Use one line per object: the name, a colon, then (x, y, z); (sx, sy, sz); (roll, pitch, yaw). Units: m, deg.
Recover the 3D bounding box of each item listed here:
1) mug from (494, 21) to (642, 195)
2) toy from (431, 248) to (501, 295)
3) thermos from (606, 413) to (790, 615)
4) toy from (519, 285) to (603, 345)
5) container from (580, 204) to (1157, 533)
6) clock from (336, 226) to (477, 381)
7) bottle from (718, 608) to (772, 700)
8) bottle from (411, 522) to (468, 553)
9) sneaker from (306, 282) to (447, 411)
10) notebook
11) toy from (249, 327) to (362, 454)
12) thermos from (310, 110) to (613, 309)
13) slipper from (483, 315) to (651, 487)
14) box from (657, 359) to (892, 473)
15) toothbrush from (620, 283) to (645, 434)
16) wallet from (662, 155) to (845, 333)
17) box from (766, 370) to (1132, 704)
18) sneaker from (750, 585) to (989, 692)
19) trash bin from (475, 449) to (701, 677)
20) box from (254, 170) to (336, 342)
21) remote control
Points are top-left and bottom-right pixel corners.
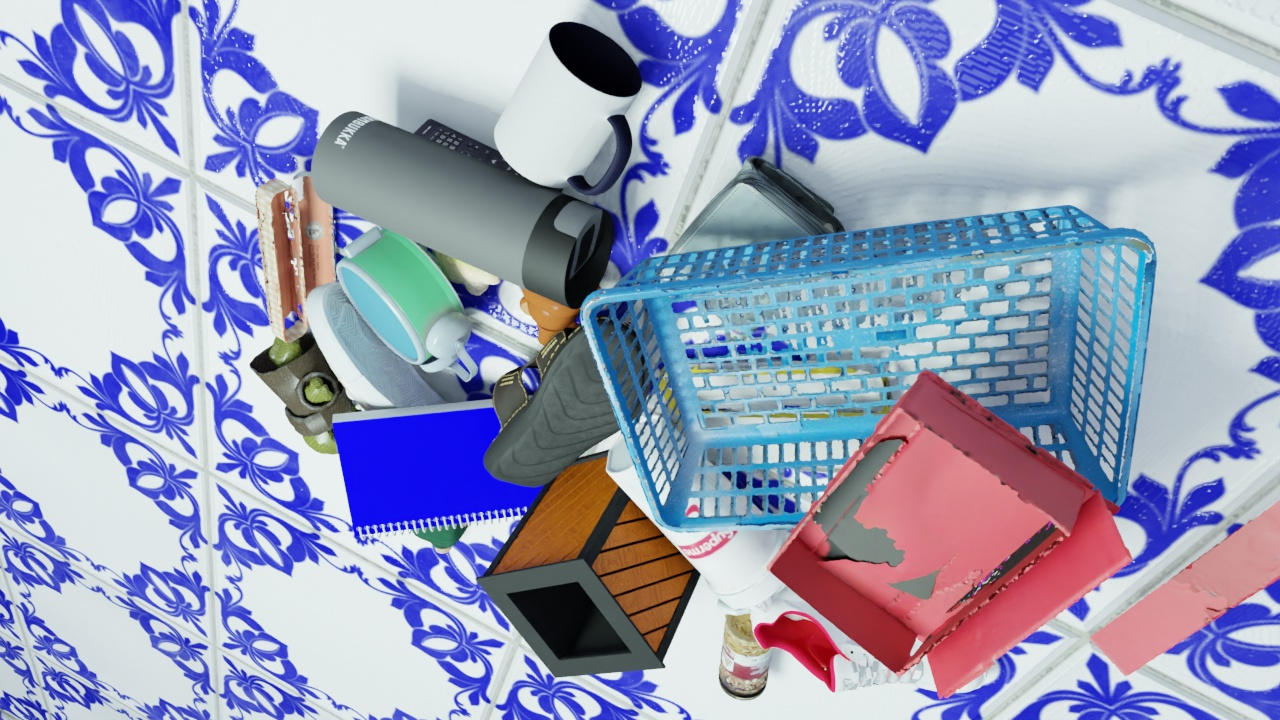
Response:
mug: (-0.048, -0.180, 0.697); (0.112, 0.078, 0.097); (57, 134, 16)
toy: (-0.159, -0.108, 0.840); (0.092, 0.046, 0.115); (26, 139, 10)
thermos: (0.061, 0.151, 0.875); (0.100, 0.099, 0.220); (-26, 117, 38)
toy: (-0.072, -0.066, 0.827); (0.095, 0.065, 0.128); (30, 141, 14)
container: (0.163, 0.010, 0.684); (0.363, 0.089, 0.257); (-5, 130, 16)
clock: (-0.210, -0.047, 0.870); (0.161, 0.075, 0.122); (48, 157, -2)
bottle: (0.117, 0.322, 1.015); (0.056, 0.056, 0.105); (14, 129, 16)
bottle: (-0.233, 0.177, 1.077); (0.061, 0.061, 0.131); (17, 130, 11)
sneaker: (-0.281, 0.027, 0.958); (0.091, 0.089, 0.242); (-14, 127, 25)
notebook: (-0.204, 0.116, 0.970); (0.209, 0.022, 0.172); (-5, 128, -12)
toy: (-0.364, 0.035, 1.018); (0.179, 0.078, 0.153); (20, 141, 54)
thermos: (-0.144, -0.124, 0.748); (0.240, 0.081, 0.082); (24, 131, 14)
slipper: (-0.075, 0.036, 0.881); (0.113, 0.075, 0.269); (18, 139, -22)
box: (0.124, 0.052, 0.828); (0.210, 0.036, 0.130); (-2, 127, 26)
toothbrush: (-0.005, 0.005, 0.868); (0.017, 0.016, 0.189); (11, 129, 6)
wallet: (0.087, -0.087, 0.727); (0.100, 0.054, 0.132); (39, 134, -6)
box: (0.195, 0.126, 0.645); (0.164, 0.153, 0.215); (5, 137, -19)
sneaker: (0.221, 0.291, 0.908); (0.237, 0.104, 0.090); (23, 131, 9)
trash bin: (-0.036, 0.198, 0.921); (0.140, 0.171, 0.140); (-19, 114, 35)
box: (-0.341, -0.101, 0.920); (0.042, 0.082, 0.187); (30, 135, 18)
remote control: (-0.132, -0.168, 0.791); (0.136, 0.032, 0.015); (26, 143, 6)
